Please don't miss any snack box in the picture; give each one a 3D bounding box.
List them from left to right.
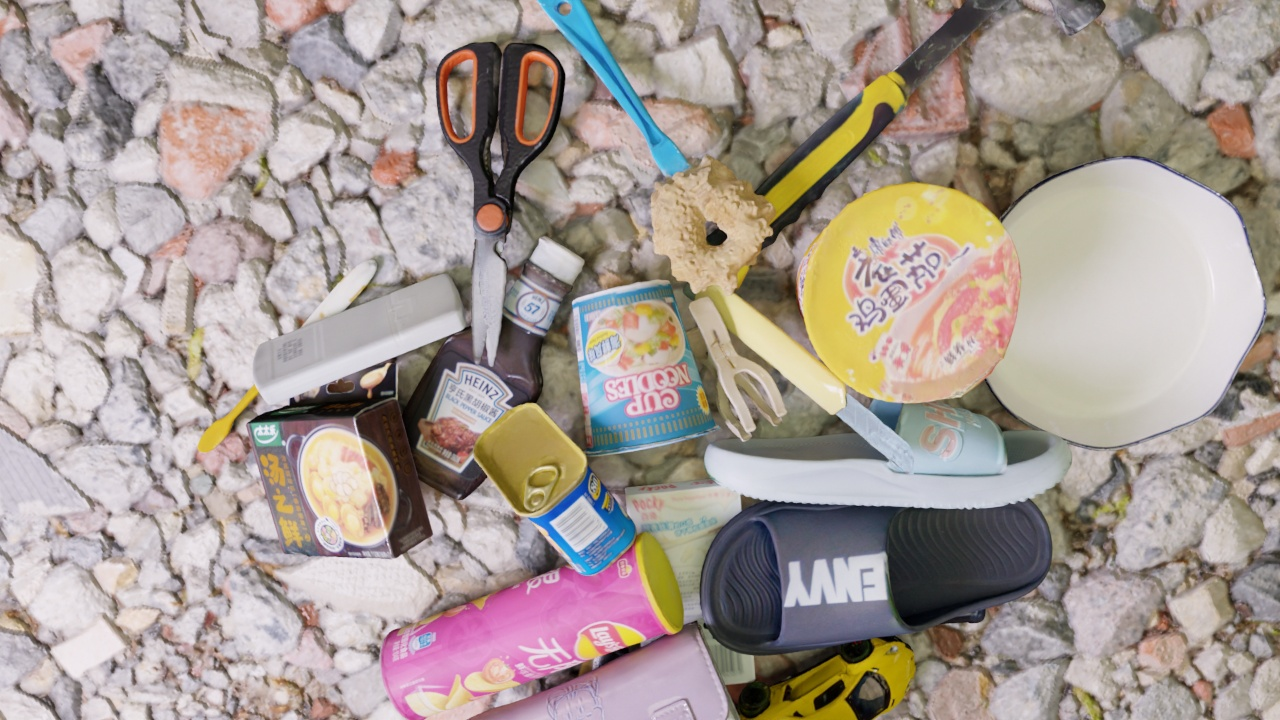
[{"bbox_3d":[-0.212,0.072,0.644,0.113,0.053,0.126,-6,104,30],"label":"snack box"},{"bbox_3d":[0.038,0.169,0.691,0.085,0.027,0.157,-6,98,1],"label":"snack box"}]

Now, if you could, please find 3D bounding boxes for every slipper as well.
[{"bbox_3d":[0.167,0.057,0.644,0.245,0.104,0.074,-1,96,6],"label":"slipper"},{"bbox_3d":[0.173,0.137,0.640,0.268,0.083,0.110,-8,77,-9],"label":"slipper"}]

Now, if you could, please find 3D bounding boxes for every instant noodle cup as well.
[{"bbox_3d":[-0.004,0.004,0.641,0.099,0.099,0.110,-12,90,1],"label":"instant noodle cup"},{"bbox_3d":[0.168,-0.047,0.622,0.138,0.109,0.138,0,97,-1],"label":"instant noodle cup"}]

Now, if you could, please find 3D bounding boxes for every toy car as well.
[{"bbox_3d":[0.138,0.256,0.686,0.156,0.041,0.071,-28,120,1],"label":"toy car"}]

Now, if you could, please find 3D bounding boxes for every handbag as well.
[{"bbox_3d":[-0.021,0.284,0.627,0.197,0.098,0.145,-24,78,2],"label":"handbag"}]

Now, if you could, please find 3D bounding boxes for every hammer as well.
[{"bbox_3d":[0.163,-0.180,0.644,0.323,0.032,0.126,-44,96,5],"label":"hammer"}]

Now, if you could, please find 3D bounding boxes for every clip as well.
[{"bbox_3d":[0.062,0.006,0.639,0.034,0.072,0.100,-23,66,-15],"label":"clip"}]

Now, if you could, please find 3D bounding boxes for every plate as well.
[{"bbox_3d":[0.332,-0.040,0.657,0.205,0.045,0.205,0,97,0],"label":"plate"}]

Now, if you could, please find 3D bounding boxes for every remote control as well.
[{"bbox_3d":[-0.196,-0.015,0.642,0.150,0.058,0.021,-22,130,-5],"label":"remote control"}]

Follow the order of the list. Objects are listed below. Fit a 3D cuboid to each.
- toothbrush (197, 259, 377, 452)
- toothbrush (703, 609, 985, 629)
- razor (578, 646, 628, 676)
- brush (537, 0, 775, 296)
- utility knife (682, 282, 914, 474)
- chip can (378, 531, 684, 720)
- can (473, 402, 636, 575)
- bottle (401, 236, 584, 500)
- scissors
[{"bbox_3d":[-0.258,-0.003,0.673,0.016,0.018,0.191,43,93,-8],"label":"toothbrush"},{"bbox_3d":[0.151,0.187,0.682,0.212,0.026,0.027,-1,91,-7],"label":"toothbrush"},{"bbox_3d":[-0.042,0.287,0.698,0.068,0.062,0.167,12,92,29],"label":"razor"},{"bbox_3d":[0.005,-0.158,0.631,0.083,0.045,0.254,-35,83,12],"label":"brush"},{"bbox_3d":[0.102,0.004,0.619,0.210,0.021,0.031,46,136,31],"label":"utility knife"},{"bbox_3d":[-0.078,0.192,0.656,0.211,0.071,0.071,-23,97,11],"label":"chip can"},{"bbox_3d":[-0.057,0.088,0.626,0.057,0.102,0.083,-41,130,-9],"label":"can"},{"bbox_3d":[-0.104,0.003,0.660,0.080,0.044,0.195,31,95,-3],"label":"bottle"},{"bbox_3d":[-0.116,-0.112,0.640,0.142,0.021,0.235,24,90,8],"label":"scissors"}]
